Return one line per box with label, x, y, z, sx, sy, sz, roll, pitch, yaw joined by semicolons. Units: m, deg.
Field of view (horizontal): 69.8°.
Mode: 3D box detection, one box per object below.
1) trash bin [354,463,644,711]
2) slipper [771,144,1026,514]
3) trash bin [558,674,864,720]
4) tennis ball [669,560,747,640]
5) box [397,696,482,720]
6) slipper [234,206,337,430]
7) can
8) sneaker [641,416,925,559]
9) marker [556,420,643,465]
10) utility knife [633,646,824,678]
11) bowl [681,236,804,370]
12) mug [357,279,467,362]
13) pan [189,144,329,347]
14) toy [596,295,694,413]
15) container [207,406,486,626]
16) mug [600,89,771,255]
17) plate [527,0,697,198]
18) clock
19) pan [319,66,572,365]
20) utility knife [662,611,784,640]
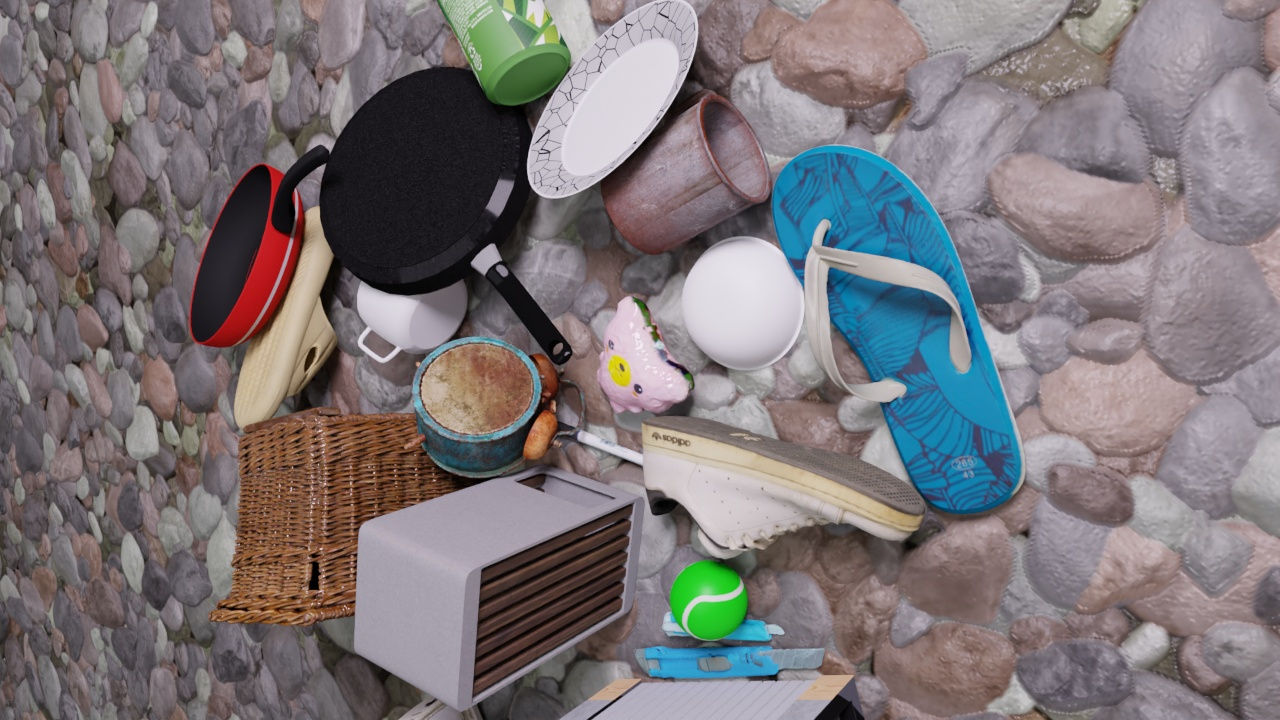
trash bin;-0.112;0.179;0.782;0.115;0.228;0.114;14;105;32
slipper;0.180;-0.027;0.656;0.118;0.060;0.294;-29;81;31
trash bin;0.051;0.357;0.750;0.248;0.142;0.142;-15;88;35
tennis ball;0.057;0.201;0.769;0.065;0.065;0.065;6;100;34
box;-0.199;0.422;0.916;0.066;0.185;0.145;-22;89;9
slipper;-0.371;-0.040;1.017;0.111;0.079;0.261;13;85;54
can;-0.127;-0.306;0.808;0.083;0.082;0.144;-34;77;33
sneaker;0.094;0.113;0.713;0.242;0.088;0.102;14;97;38
marker;-0.027;0.080;0.842;0.152;0.011;0.011;18;107;31
utility knife;0.073;0.261;0.800;0.196;0.015;0.031;-16;92;34
bowl;0.072;-0.044;0.736;0.110;0.040;0.110;6;100;34
mug;-0.229;-0.050;0.902;0.068;0.094;0.115;31;76;26
pan;-0.389;-0.134;0.963;0.357;0.067;0.208;-21;58;42
toy;-0.005;0.005;0.791;0.093;0.050;0.102;-39;72;37
container;-0.259;0.141;0.882;0.163;0.249;0.183;-12;81;35
mug;0.034;-0.156;0.726;0.110;0.096;0.122;-21;54;31
plate;-0.021;-0.207;0.740;0.189;0.016;0.188;-29;44;33
clock;-0.130;0.045;0.844;0.073;0.157;0.121;99;171;-53
pan;-0.168;-0.127;0.832;0.225;0.034;0.356;-43;64;6
utility knife;0.070;0.234;0.797;0.118;0.015;0.022;-4;101;32
